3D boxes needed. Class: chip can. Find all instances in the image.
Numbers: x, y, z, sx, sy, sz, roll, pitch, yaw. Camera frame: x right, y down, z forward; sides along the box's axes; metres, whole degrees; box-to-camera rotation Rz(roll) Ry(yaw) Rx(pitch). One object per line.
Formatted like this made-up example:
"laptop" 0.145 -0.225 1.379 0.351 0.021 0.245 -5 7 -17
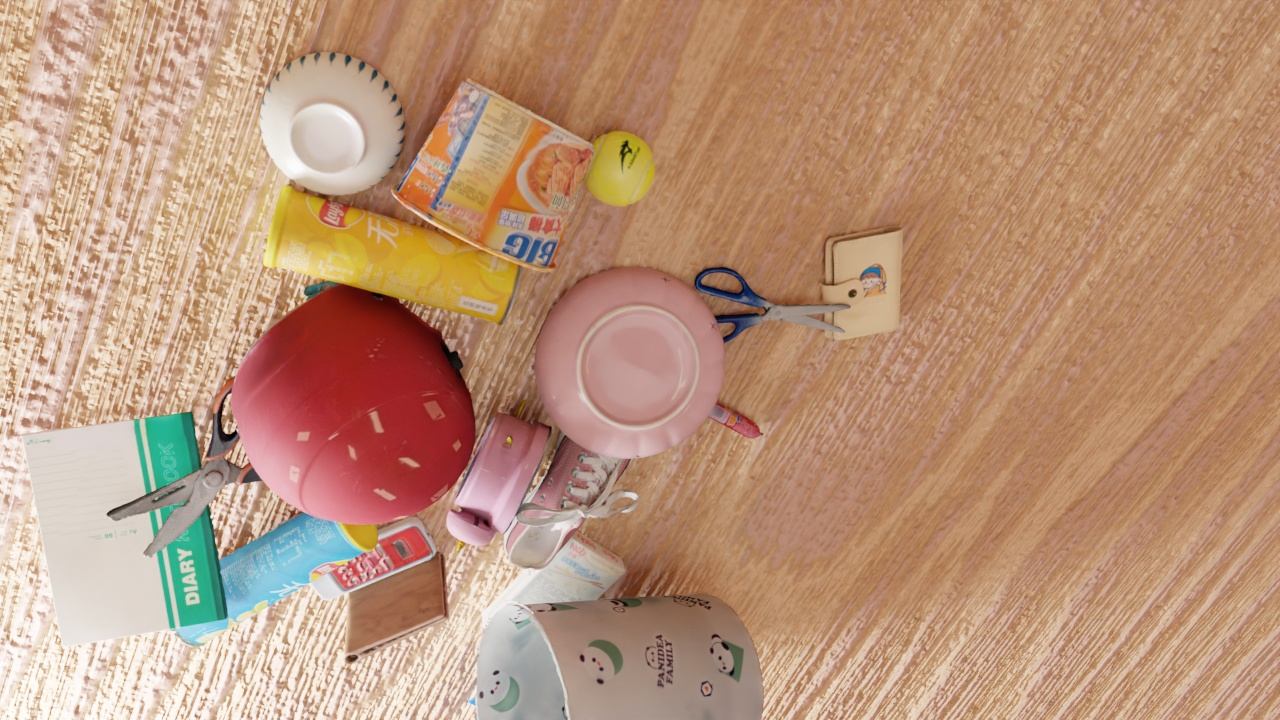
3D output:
"chip can" -0.216 -0.090 0.813 0.213 0.072 0.072 14 113 -19
"chip can" -0.376 0.211 0.936 0.210 0.071 0.071 -30 120 4

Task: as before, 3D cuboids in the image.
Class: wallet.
"wallet" -0.259 0.259 0.972 0.115 0.101 0.020 -25 123 -1
"wallet" 0.229 -0.077 0.952 0.087 0.024 0.115 -10 121 -5

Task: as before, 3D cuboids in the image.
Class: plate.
"plate" -0.005 0.005 0.894 0.192 0.039 0.192 -1 97 -11

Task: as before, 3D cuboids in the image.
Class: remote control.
"remote control" -0.291 0.213 0.986 0.136 0.020 0.056 -22 121 -1

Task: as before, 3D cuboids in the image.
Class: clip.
"clip" -0.280 -0.065 0.840 0.055 0.037 0.013 -20 123 -12

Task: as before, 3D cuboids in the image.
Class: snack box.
"snack box" -0.101 0.267 1.054 0.084 0.027 0.157 37 104 -27

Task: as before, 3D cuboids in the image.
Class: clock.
"clock" -0.147 0.123 0.919 0.060 0.117 0.159 24 108 -9

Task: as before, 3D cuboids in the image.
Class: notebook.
"notebook" -0.489 0.161 0.875 0.150 0.012 0.209 -8 97 -10

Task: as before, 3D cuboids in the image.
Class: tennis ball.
"tennis ball" -0.019 -0.171 0.819 0.065 0.065 0.065 -5 118 -10

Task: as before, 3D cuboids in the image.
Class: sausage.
"sausage" 0.072 0.050 0.984 0.155 0.020 0.020 27 108 -24

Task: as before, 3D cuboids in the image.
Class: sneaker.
"sneaker" -0.064 0.133 0.956 0.118 0.087 0.241 28 106 -25

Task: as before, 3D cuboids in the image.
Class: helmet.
"helmet" -0.245 0.067 0.834 0.207 0.144 0.240 -42 127 2

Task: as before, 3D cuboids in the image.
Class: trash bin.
"trash bin" -0.019 0.362 0.997 0.251 0.229 0.230 0 118 -32

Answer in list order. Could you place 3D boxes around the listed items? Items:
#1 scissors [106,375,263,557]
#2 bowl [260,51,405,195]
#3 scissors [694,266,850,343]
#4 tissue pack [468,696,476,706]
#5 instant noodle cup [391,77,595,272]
"scissors" -0.390 0.095 0.874 0.188 0.015 0.224 11 100 -28
"bowl" -0.254 -0.189 0.755 0.116 0.066 0.117 -5 118 -10
"scissors" 0.129 -0.058 0.935 0.170 0.012 0.144 -24 117 7
"tissue pack" -0.120 0.408 1.110 0.157 0.052 0.095 32 104 -26
"instant noodle cup" -0.115 -0.157 0.765 0.151 0.151 0.111 24 101 -23
